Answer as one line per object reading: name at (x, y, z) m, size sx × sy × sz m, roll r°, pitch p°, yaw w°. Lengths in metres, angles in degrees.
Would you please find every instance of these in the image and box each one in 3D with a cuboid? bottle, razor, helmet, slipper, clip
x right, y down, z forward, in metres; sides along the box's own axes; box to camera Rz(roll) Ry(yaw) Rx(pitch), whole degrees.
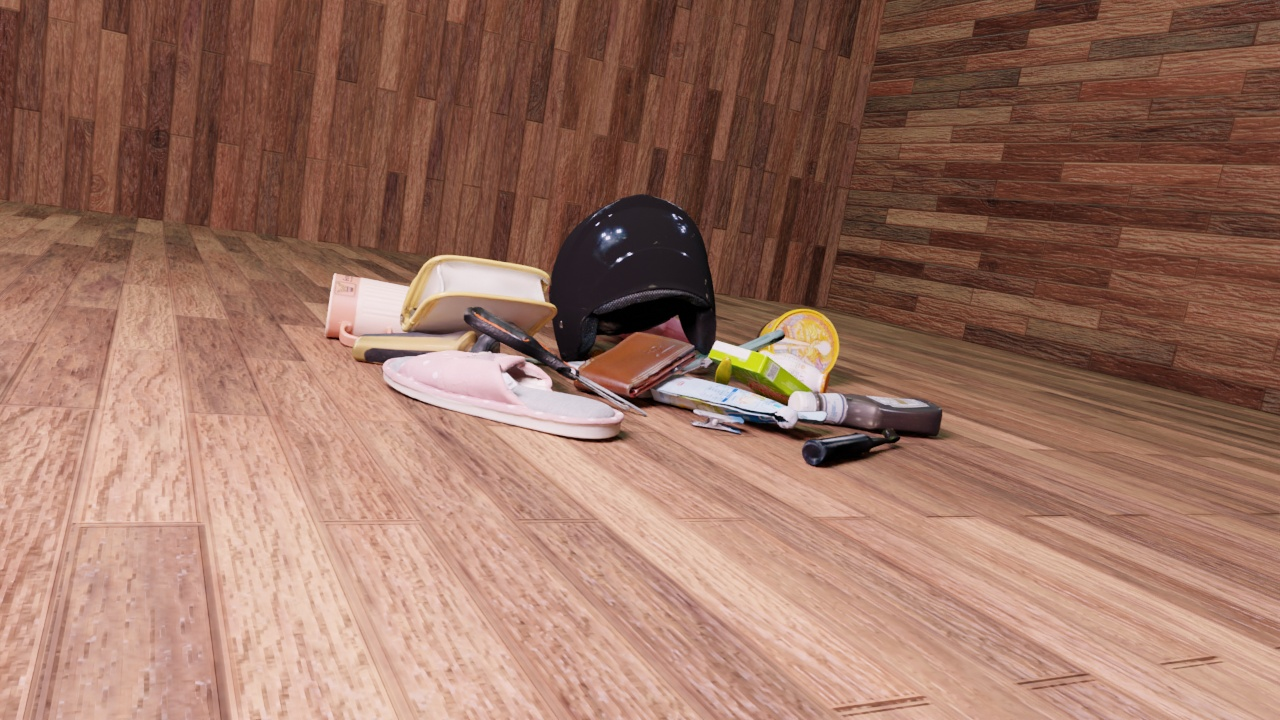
bottle at (0.208, 0.023, 1.287) m, size 0.108 × 0.063 × 0.063 m, roll 12°, pitch 9°, yaw 21°
razor at (-0.245, -0.008, 1.055) m, size 0.167 × 0.062 × 0.067 m, roll 4°, pitch 40°, yaw -1°
helmet at (-0.015, -0.111, 1.330) m, size 0.233 × 0.230 × 0.275 m, roll -1°, pitch -5°, yaw -19°
bottle at (0.281, 0.064, 1.158) m, size 0.194 × 0.044 × 0.080 m, roll 6°, pitch 9°, yaw -18°
razor at (0.103, 0.025, 1.144) m, size 0.043 × 0.028 × 0.133 m, roll 20°, pitch -17°, yaw 8°
slipper at (-0.141, 0.023, 0.919) m, size 0.275 × 0.054 × 0.114 m, roll 14°, pitch 10°, yaw 25°
clip at (0.084, 0.067, 1.005) m, size 0.058 × 0.036 × 0.025 m, roll 12°, pitch 10°, yaw -6°

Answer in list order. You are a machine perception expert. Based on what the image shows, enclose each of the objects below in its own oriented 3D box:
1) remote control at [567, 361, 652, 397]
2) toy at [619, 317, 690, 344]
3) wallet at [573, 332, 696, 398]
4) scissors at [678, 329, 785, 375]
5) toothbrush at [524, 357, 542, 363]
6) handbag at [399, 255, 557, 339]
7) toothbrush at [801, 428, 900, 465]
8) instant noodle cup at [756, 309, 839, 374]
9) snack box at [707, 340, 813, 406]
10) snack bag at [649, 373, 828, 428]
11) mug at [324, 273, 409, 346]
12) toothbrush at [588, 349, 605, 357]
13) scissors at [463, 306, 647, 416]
remote control at (-0.032, 0.024, 1.156) m, size 0.136 × 0.020 × 0.055 m, roll 16°, pitch 10°, yaw 37°
toy at (0.020, -0.059, 1.629) m, size 0.195 × 0.074 × 0.178 m, roll 18°, pitch 1°, yaw 28°
wallet at (-0.006, 0.006, 1.093) m, size 0.101 × 0.032 × 0.124 m, roll 11°, pitch 32°, yaw 43°
scissors at (0.126, -0.010, 1.364) m, size 0.171 × 0.019 × 0.170 m, roll -23°, pitch 5°, yaw -4°
toothbrush at (-0.201, -0.009, 1.210) m, size 0.180 × 0.016 × 0.016 m, roll 5°, pitch -2°, yaw -25°
handbag at (-0.206, -0.056, 1.108) m, size 0.163 × 0.063 × 0.179 m, roll 6°, pitch -29°, yaw -32°
toothbrush at (0.233, 0.089, 0.986) m, size 0.212 × 0.026 × 0.027 m, roll -1°, pitch 52°, yaw -53°
instant noodle cup at (0.249, -0.023, 1.506) m, size 0.118 × 0.118 × 0.114 m, roll 8°, pitch 0°, yaw -10°
snack box at (0.162, 0.024, 1.172) m, size 0.086 × 0.026 × 0.156 m, roll 19°, pitch -10°, yaw 43°
snack bag at (0.113, 0.050, 1.070) m, size 0.191 × 0.039 × 0.110 m, roll 12°, pitch -3°, yaw 27°
mug at (-0.346, -0.055, 1.178) m, size 0.105 × 0.082 × 0.114 m, roll 8°, pitch 35°, yaw -17°
toothbrush at (-0.024, -0.013, 1.444) m, size 0.018 × 0.016 × 0.191 m, roll 4°, pitch 5°, yaw 32°
scissors at (-0.096, -0.003, 1.012) m, size 0.220 × 0.021 × 0.228 m, roll 29°, pitch 1°, yaw -24°
